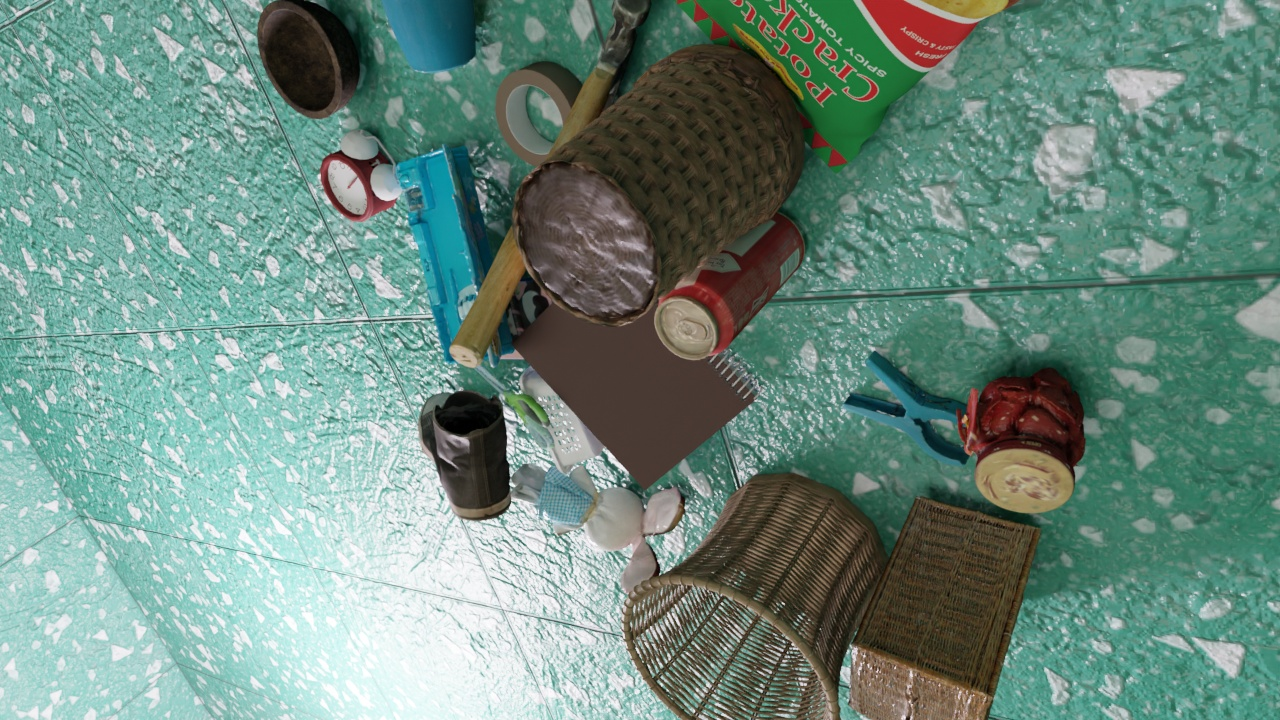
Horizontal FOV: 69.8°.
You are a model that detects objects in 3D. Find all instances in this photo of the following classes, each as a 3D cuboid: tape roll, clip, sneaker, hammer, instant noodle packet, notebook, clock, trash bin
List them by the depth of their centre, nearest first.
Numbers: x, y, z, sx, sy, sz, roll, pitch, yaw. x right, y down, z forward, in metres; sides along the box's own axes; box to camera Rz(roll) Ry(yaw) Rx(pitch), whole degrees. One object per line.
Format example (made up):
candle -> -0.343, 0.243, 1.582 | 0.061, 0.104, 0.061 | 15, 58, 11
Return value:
instant noodle packet -> 0.141, -0.265, 0.627 | 0.195, 0.090, 0.253 | 47, 148, -2
trash bin -> 0.011, -0.126, 0.671 | 0.151, 0.209, 0.151 | 21, 133, 24
hammer -> -0.071, -0.139, 0.724 | 0.033, 0.329, 0.132 | 25, 154, -6
clip -> 0.242, 0.058, 0.829 | 0.127, 0.028, 0.113 | 24, 133, 22
tape roll -> -0.092, -0.232, 0.870 | 0.094, 0.030, 0.094 | 19, 129, 25
notebook -> -0.006, 0.006, 0.937 | 0.172, 0.022, 0.209 | -42, 91, 23
clock -> -0.317, -0.208, 1.044 | 0.125, 0.044, 0.087 | -30, 99, 46
sneaker -> -0.213, 0.074, 1.084 | 0.234, 0.095, 0.120 | -123, 29, -57

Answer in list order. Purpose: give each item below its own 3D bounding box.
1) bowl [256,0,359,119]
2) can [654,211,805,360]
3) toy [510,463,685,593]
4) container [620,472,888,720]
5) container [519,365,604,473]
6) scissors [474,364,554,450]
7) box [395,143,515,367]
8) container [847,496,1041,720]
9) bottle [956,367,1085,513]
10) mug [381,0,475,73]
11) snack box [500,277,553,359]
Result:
bowl -> -0.341, -0.324, 0.972 | 0.121, 0.056, 0.121 | 19, 129, 25
can -> 0.077, -0.066, 0.761 | 0.067, 0.169, 0.067 | 19, 130, 24
toy -> -0.059, 0.182, 1.079 | 0.205, 0.131, 0.106 | 21, 172, 5
container -> 0.127, 0.246, 0.924 | 0.227, 0.195, 0.227 | 19, 129, 25
container -> -0.076, 0.054, 1.029 | 0.050, 0.080, 0.129 | -10, 113, 28
scissors -> -0.144, 0.037, 1.011 | 0.175, 0.033, 0.072 | 33, 149, 40
box -> -0.182, -0.109, 0.960 | 0.181, 0.073, 0.227 | 4, 108, 61
container -> 0.267, 0.230, 0.807 | 0.113, 0.197, 0.114 | 16, 136, 26
bottle -> 0.299, 0.055, 0.725 | 0.099, 0.110, 0.099 | 16, 135, 16
mug -> -0.201, -0.332, 0.857 | 0.112, 0.084, 0.104 | 42, 150, 47
snack box -> -0.143, -0.046, 1.021 | 0.154, 0.033, 0.088 | 1, 102, 36
